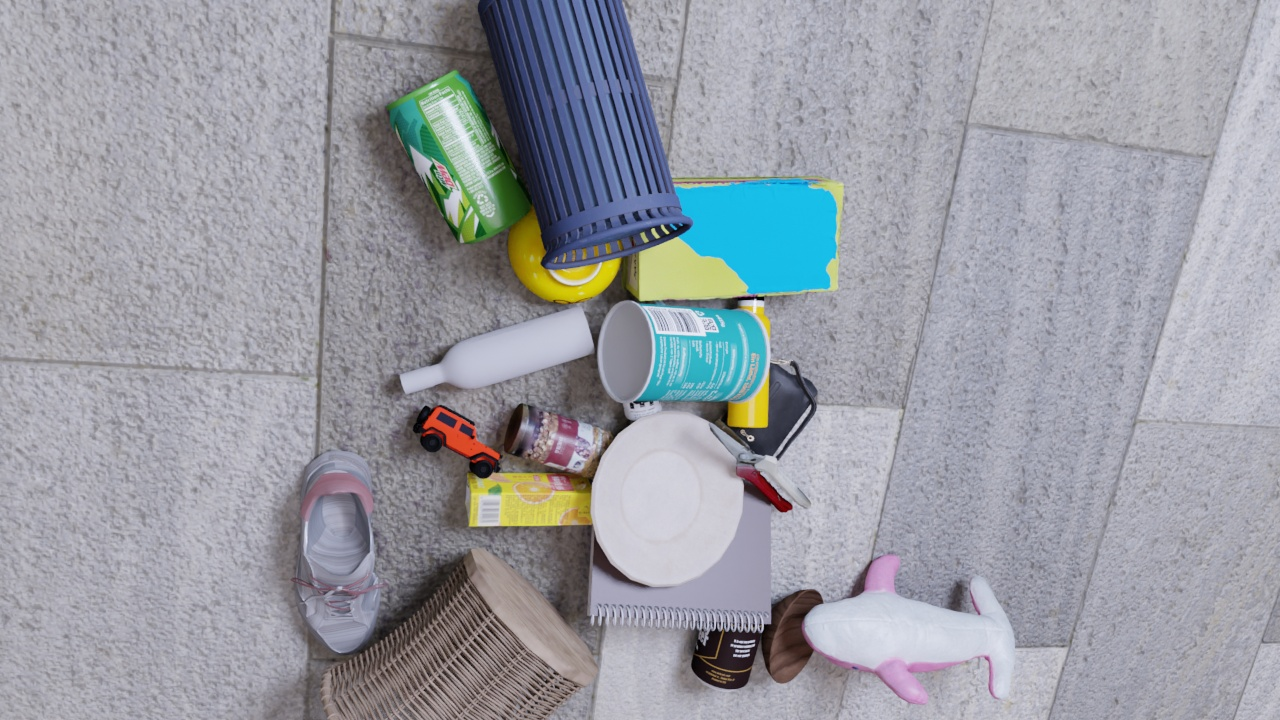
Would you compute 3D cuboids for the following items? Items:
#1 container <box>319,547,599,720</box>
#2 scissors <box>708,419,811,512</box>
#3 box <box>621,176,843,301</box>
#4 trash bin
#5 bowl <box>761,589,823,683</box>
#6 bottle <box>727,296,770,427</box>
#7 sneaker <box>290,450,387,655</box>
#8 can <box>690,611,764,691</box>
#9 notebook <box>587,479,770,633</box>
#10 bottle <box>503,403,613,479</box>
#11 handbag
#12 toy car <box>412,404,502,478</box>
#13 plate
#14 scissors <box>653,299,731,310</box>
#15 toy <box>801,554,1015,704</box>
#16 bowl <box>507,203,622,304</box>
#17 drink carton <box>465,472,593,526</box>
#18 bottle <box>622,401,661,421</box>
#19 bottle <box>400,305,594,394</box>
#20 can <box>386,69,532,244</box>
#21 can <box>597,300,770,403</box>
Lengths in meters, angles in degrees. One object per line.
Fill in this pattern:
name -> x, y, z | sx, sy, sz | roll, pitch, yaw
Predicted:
container -> -0.179, 0.332, 0.959 | 0.196, 0.227, 0.227 | -46, 111, -4
scissors -> 0.124, 0.120, 1.011 | 0.188, 0.015, 0.140 | 19, 140, -16
box -> 0.095, -0.129, 0.950 | 0.220, 0.079, 0.124 | -6, 108, -14
trash bin -> -0.053, -0.220, 0.817 | 0.139, 0.139, 0.249 | -15, 89, -8
bowl -> 0.179, 0.330, 1.118 | 0.119, 0.032, 0.119 | -20, 118, -45
bottle -> 0.117, -0.001, 0.988 | 0.043, 0.043, 0.143 | 2, 90, -14
sneaker -> -0.315, 0.218, 0.953 | 0.099, 0.089, 0.236 | -2, 107, -13
can -> 0.108, 0.323, 1.095 | 0.072, 0.072, 0.129 | 9, 105, -16
notebook -> 0.047, 0.213, 1.029 | 0.209, 0.022, 0.171 | 7, 73, -15
bottle -> -0.087, 0.087, 0.983 | 0.105, 0.056, 0.056 | 19, 102, -19
handbag -> 0.140, 0.056, 1.030 | 0.079, 0.054, 0.128 | 32, 100, -16
toy car -> -0.188, 0.084, 0.959 | 0.100, 0.051, 0.048 | 30, 81, -13
plate -> 0.028, 0.149, 0.998 | 0.188, 0.027, 0.188 | 0, 89, -28
scissors -> 0.050, -0.020, 1.009 | 0.139, 0.015, 0.118 | 8, 104, -9
toy -> 0.321, 0.341, 1.129 | 0.265, 0.186, 0.128 | 4, 144, -5
bowl -> -0.072, -0.110, 0.919 | 0.117, 0.067, 0.117 | -4, 108, -12
drink carton -> -0.119, 0.149, 0.994 | 0.134, 0.058, 0.043 | 2, 106, -15
bottle -> -0.006, 0.006, 0.985 | 0.041, 0.041, 0.116 | -13, 110, -9
bottle -> -0.148, -0.004, 0.942 | 0.195, 0.052, 0.052 | -17, 110, -7
can -> -0.169, -0.190, 0.862 | 0.083, 0.083, 0.144 | -29, 111, -3
can -> 0.044, -0.007, 0.927 | 0.143, 0.099, 0.099 | 2, 107, -33
